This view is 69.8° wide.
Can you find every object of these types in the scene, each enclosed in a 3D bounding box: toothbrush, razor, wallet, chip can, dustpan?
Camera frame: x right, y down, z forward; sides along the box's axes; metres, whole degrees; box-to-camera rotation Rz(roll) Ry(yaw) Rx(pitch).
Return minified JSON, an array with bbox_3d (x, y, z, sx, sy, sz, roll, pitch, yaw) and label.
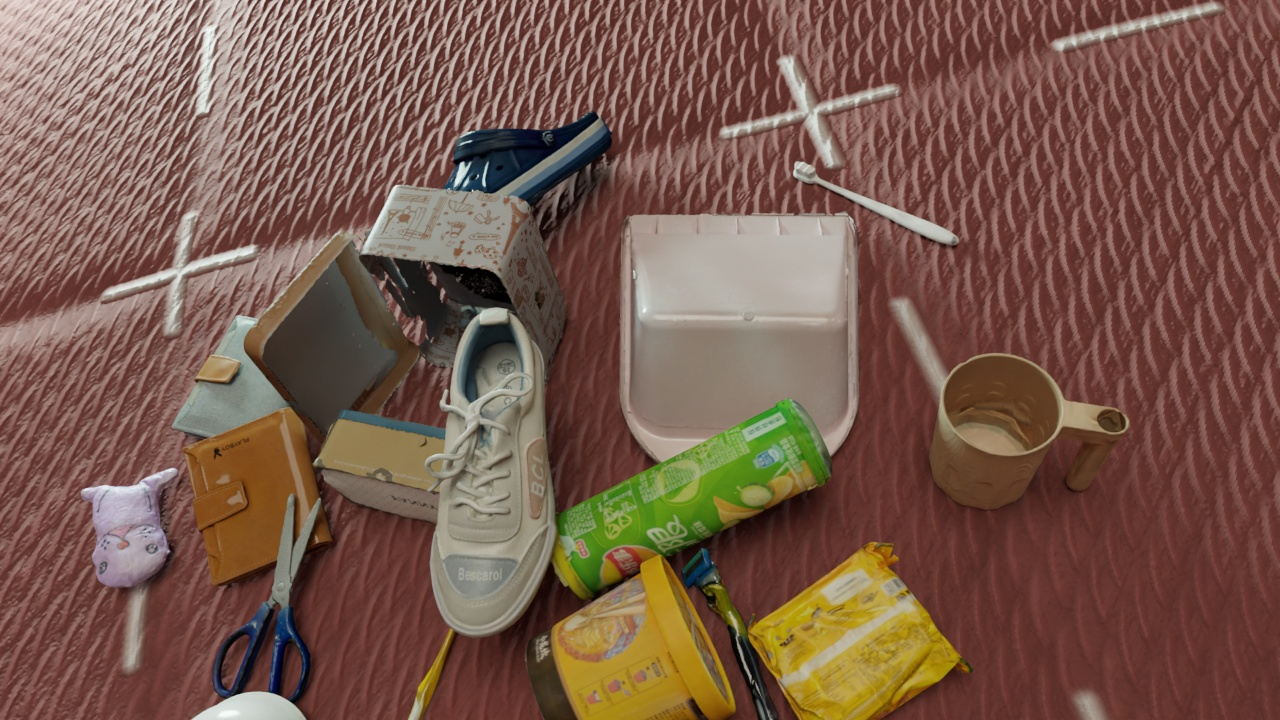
[{"bbox_3d":[-0.170,0.258,0.702,0.018,0.016,0.191,5,58,26],"label":"toothbrush"},{"bbox_3d":[0.072,0.209,0.681,0.022,0.043,0.142,-9,57,-28],"label":"razor"},{"bbox_3d":[-0.333,0.117,0.798,0.108,0.031,0.131,-21,69,-2],"label":"wallet"},{"bbox_3d":[0.037,0.105,0.703,0.221,0.072,0.072,-27,57,6],"label":"chip can"},{"bbox_3d":[0.083,-0.019,0.822,0.223,0.139,0.272,2,32,7],"label":"dustpan"},{"bbox_3d":[0.225,-0.153,0.886,0.180,0.016,0.016,32,71,26],"label":"toothbrush"},{"bbox_3d":[-0.376,0.019,0.877,0.107,0.037,0.129,13,62,16],"label":"wallet"}]

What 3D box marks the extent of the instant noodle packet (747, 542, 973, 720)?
[{"bbox_3d":[0.154,0.204,0.658,0.128,0.044,0.110,-30,64,-5],"label":"instant noodle packet"}]

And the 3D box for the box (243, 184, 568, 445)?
[{"bbox_3d":[-0.175,-0.023,0.783,0.157,0.180,0.226,22,62,21],"label":"box"}]

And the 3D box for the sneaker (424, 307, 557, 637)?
[{"bbox_3d":[-0.106,0.073,0.664,0.089,0.091,0.241,0,63,0],"label":"sneaker"}]

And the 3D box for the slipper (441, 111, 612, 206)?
[{"bbox_3d":[-0.134,-0.189,0.901,0.252,0.105,0.095,-38,103,-26],"label":"slipper"}]

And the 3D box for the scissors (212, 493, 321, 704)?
[{"bbox_3d":[-0.286,0.197,0.745,0.141,0.012,0.171,36,82,21],"label":"scissors"}]

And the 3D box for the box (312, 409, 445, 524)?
[{"bbox_3d":[-0.171,0.096,0.761,0.184,0.090,0.059,9,60,12],"label":"box"}]

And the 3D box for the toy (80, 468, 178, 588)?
[{"bbox_3d":[-0.446,0.149,0.807,0.083,0.039,0.108,-17,55,-11],"label":"toy"}]

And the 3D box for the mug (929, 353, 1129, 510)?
[{"bbox_3d":[0.284,0.060,0.689,0.125,0.104,0.084,9,60,16],"label":"mug"}]

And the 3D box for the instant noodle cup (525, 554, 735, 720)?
[{"bbox_3d":[-0.009,0.215,0.644,0.114,0.118,0.118,-28,57,2],"label":"instant noodle cup"}]

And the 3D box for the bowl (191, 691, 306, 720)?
[{"bbox_3d":[-0.305,0.299,0.664,0.118,0.065,0.118,-5,64,9],"label":"bowl"}]
